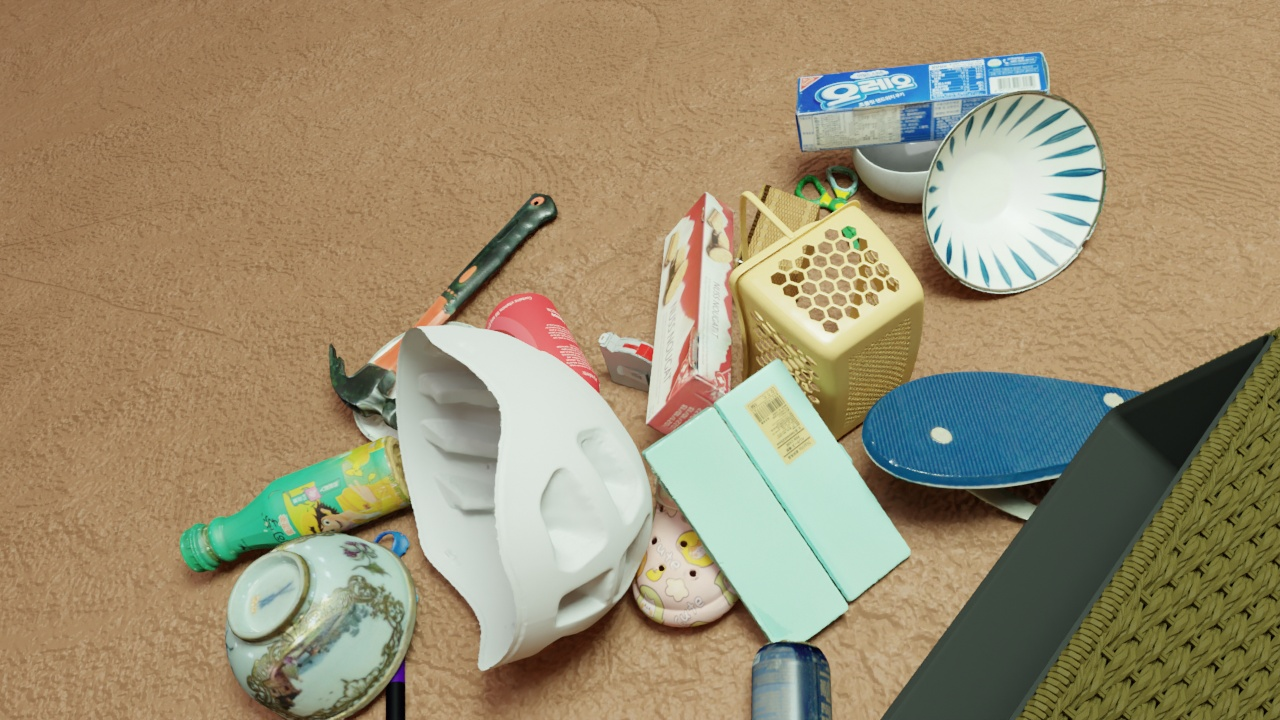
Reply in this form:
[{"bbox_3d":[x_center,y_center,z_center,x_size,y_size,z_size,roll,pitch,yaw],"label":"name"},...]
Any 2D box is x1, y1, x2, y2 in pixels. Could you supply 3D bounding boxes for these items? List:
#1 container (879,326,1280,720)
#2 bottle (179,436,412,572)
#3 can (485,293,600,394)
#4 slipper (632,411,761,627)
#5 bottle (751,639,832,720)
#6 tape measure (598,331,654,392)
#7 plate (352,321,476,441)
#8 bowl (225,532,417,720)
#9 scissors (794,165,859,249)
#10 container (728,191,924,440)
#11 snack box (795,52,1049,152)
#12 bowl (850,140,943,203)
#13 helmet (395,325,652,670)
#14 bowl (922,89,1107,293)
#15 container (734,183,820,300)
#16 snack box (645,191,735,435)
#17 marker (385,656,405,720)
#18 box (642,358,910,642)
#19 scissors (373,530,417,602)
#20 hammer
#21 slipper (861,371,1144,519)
[{"bbox_3d":[0.322,0.179,0.528,0.205,0.177,0.320,42,72,9],"label":"container"},{"bbox_3d":[-0.312,0.137,0.839,0.210,0.068,0.068,-22,51,0],"label":"bottle"},{"bbox_3d":[-0.093,0.001,0.871,0.074,0.074,0.142,-28,51,-6],"label":"can"},{"bbox_3d":[0.050,0.114,0.741,0.093,0.082,0.196,7,54,19],"label":"slipper"},{"bbox_3d":[0.103,0.274,0.618,0.056,0.056,0.160,-5,53,13],"label":"bottle"},{"bbox_3d":[-0.005,0.005,0.852,0.062,0.060,0.020,16,60,23],"label":"tape measure"},{"bbox_3d":[-0.216,0.025,0.930,0.157,0.014,0.156,-8,52,10],"label":"plate"},{"bbox_3d":[-0.275,0.205,0.747,0.160,0.094,0.159,-12,53,17],"label":"bowl"},{"bbox_3d":[0.211,-0.157,0.943,0.070,0.014,0.130,-25,50,-2],"label":"scissors"},{"bbox_3d":[0.140,-0.044,0.767,0.129,0.183,0.167,-34,59,-10],"label":"container"},{"bbox_3d":[0.265,-0.245,0.878,0.227,0.059,0.059,-2,57,16],"label":"snack box"},{"bbox_3d":[0.281,-0.209,0.926,0.132,0.064,0.131,-8,52,11],"label":"bowl"},{"bbox_3d":[-0.115,0.092,0.724,0.282,0.225,0.183,29,31,34],"label":"helmet"},{"bbox_3d":[0.323,-0.155,0.836,0.177,0.177,0.071,-26,20,-4],"label":"bowl"},{"bbox_3d":[0.135,-0.111,0.900,0.061,0.063,0.113,13,58,16],"label":"container"},{"bbox_3d":[0.047,-0.050,0.830,0.077,0.044,0.272,-47,22,37],"label":"snack box"},{"bbox_3d":[-0.197,0.274,0.733,0.018,0.015,0.133,-4,50,-10],"label":"marker"},{"bbox_3d":[0.106,0.109,0.698,0.136,0.033,0.186,-35,90,-6],"label":"box"},{"bbox_3d":[-0.255,0.199,0.813,0.134,0.015,0.103,-14,54,12],"label":"scissors"},{"bbox_3d":[-0.194,-0.070,0.971,0.133,0.033,0.332,20,56,31],"label":"hammer"},{"bbox_3d":[0.316,0.067,0.714,0.295,0.060,0.118,3,48,2],"label":"slipper"}]
